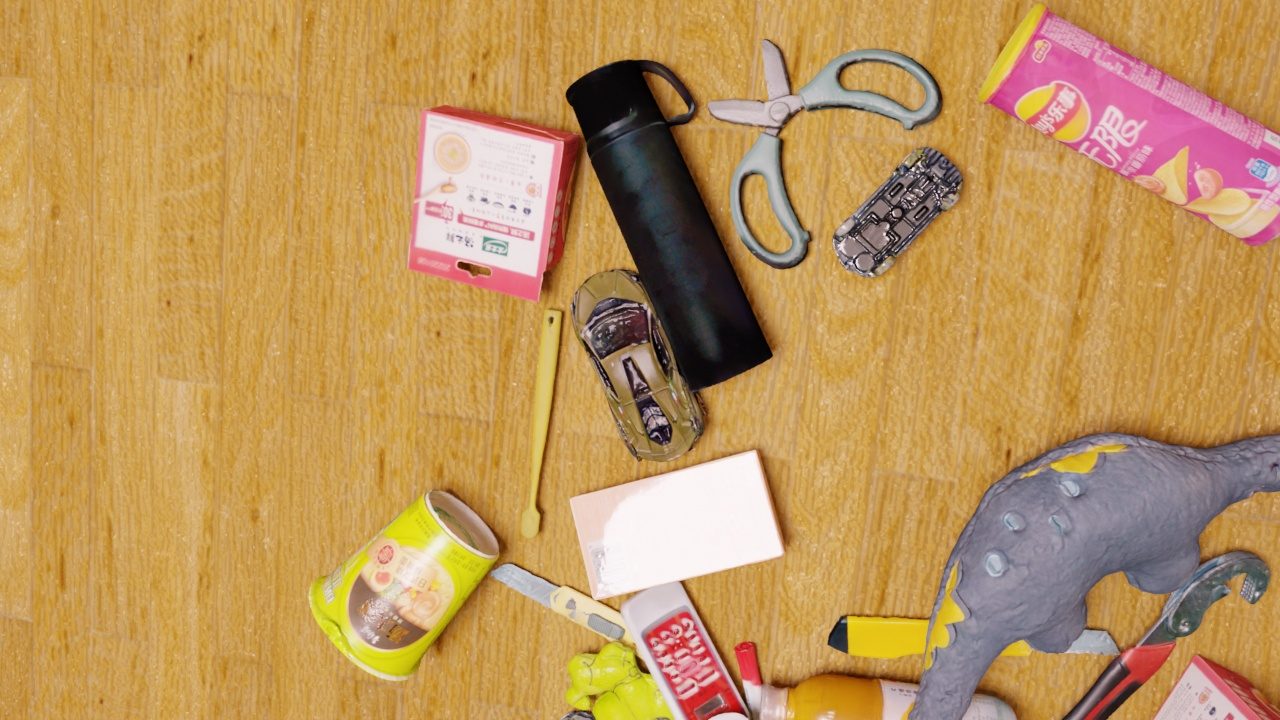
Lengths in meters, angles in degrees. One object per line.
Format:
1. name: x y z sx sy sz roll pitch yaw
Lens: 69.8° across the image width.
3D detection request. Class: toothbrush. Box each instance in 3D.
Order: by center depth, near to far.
1. toothbrush: -0.080 0.053 0.750 0.016 0.016 0.190 8 97 10

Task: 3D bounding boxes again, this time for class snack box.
1. snack box: 0.400 0.285 0.635 0.044 0.127 0.113 27 101 6
2. snack box: -0.115 -0.122 0.711 0.113 0.044 0.127 15 113 8
3. snack box: 0.028 0.130 0.725 0.157 0.026 0.084 -16 81 11

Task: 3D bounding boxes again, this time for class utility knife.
1. utility knife: 0.254 0.216 0.709 0.216 0.015 0.033 -1 97 11
2. utility knife: -0.032 0.218 0.764 0.204 0.021 0.031 27 96 10

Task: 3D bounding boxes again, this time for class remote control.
1. remote control: 0.036 0.244 0.736 0.055 0.020 0.136 -27 87 -14

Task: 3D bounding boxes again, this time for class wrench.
1. wrench: 0.360 0.245 0.688 0.056 0.016 0.274 33 104 -17

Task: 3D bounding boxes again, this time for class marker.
1. marker: 0.100 0.301 0.747 0.017 0.017 0.145 -12 95 11

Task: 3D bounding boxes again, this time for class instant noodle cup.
1. instant noodle cup: -0.183 0.173 0.741 0.111 0.111 0.123 43 94 3

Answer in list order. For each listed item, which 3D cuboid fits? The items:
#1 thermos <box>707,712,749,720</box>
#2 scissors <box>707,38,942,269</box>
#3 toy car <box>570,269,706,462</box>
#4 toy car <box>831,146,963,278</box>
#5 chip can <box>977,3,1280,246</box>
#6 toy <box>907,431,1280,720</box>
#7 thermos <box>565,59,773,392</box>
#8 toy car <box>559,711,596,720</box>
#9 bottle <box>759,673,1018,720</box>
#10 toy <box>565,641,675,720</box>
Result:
1. thermos: 0.113 0.374 0.713 0.070 0.070 0.220 -30 105 12
2. scissors: 0.134 -0.152 0.684 0.171 0.019 0.170 3 99 8
3. toy car: -0.004 0.004 0.717 0.070 0.042 0.158 -25 89 12
4. toy car: 0.186 -0.107 0.672 0.049 0.031 0.106 44 101 3
5. chip can: 0.340 -0.157 0.619 0.210 0.071 0.071 31 101 5
6. toy: 0.313 0.126 0.643 0.356 0.091 0.138 -34 90 4
7. thermos: 0.030 -0.104 0.685 0.090 0.068 0.242 -23 92 -4
8. toy car: -0.078 0.346 0.776 0.120 0.037 0.054 -39 88 2
9. bottle: 0.187 0.280 0.702 0.190 0.068 0.068 5 98 9
10. toy: -0.012 0.278 0.755 0.097 0.031 0.100 -22 98 11
